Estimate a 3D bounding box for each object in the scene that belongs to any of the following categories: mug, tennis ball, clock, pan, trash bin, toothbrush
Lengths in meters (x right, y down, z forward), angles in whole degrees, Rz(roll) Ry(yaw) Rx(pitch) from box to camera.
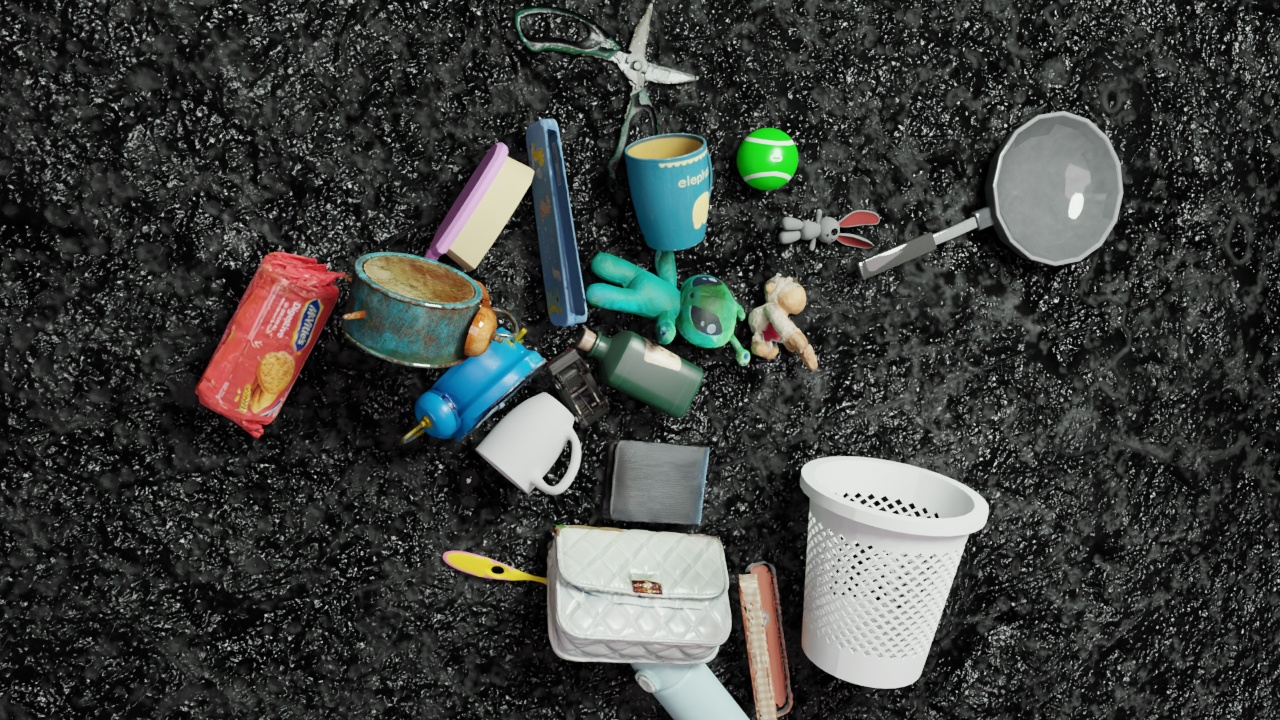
[{"bbox_3d":[0.040,-0.177,0.954,0.111,0.084,0.104,-39,132,-42],"label":"mug"},{"bbox_3d":[0.136,-0.216,0.984,0.065,0.065,0.065,-1,95,-15],"label":"tennis ball"},{"bbox_3d":[-0.189,-0.039,0.832,0.157,0.121,0.073,10,114,-22],"label":"clock"},{"bbox_3d":[-0.167,0.033,0.900,0.161,0.117,0.060,-41,93,-13],"label":"clock"},{"bbox_3d":[-0.100,0.088,0.931,0.089,0.107,0.071,-50,146,-13],"label":"mug"},{"bbox_3d":[0.404,-0.168,1.071,0.357,0.041,0.178,-23,100,-12],"label":"pan"},{"bbox_3d":[0.258,0.232,1.003,0.195,0.195,0.200,3,103,-15],"label":"trash bin"},{"bbox_3d":[-0.143,0.224,0.972,0.135,0.016,0.021,18,91,-16],"label":"toothbrush"}]

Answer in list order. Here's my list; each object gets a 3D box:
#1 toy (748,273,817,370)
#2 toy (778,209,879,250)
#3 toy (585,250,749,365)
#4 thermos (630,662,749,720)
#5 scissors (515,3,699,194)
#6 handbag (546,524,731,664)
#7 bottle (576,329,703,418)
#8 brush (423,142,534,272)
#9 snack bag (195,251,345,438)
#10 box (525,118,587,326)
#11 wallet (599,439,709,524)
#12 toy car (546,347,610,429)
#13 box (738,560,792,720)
[{"bbox_3d":[0.160,-0.046,1.010,0.085,0.074,0.105,26,60,-54],"label":"toy"},{"bbox_3d":[0.209,-0.146,1.028,0.111,0.030,0.049,-2,124,-12],"label":"toy"},{"bbox_3d":[0.034,-0.058,0.970,0.193,0.073,0.130,17,55,-15],"label":"toy"},{"bbox_3d":[0.066,0.382,1.016,0.207,0.065,0.077,53,46,-13],"label":"thermos"},{"bbox_3d":[-0.039,-0.281,0.959,0.201,0.015,0.202,8,92,-13],"label":"scissors"},{"bbox_3d":[-0.001,0.239,0.961,0.194,0.073,0.138,7,51,-16],"label":"handbag"},{"bbox_3d":[-0.006,0.006,0.967,0.131,0.061,0.061,28,89,-15],"label":"bottle"},{"bbox_3d":[-0.184,-0.108,0.904,0.043,0.089,0.229,32,98,-20],"label":"brush"},{"bbox_3d":[-0.352,-0.020,0.865,0.082,0.082,0.176,27,87,-15],"label":"snack bag"},{"bbox_3d":[-0.090,-0.137,0.931,0.037,0.066,0.209,-11,98,-18],"label":"box"},{"bbox_3d":[0.017,0.133,1.002,0.115,0.026,0.089,5,92,-15],"label":"wallet"},{"bbox_3d":[-0.067,0.028,0.960,0.040,0.037,0.092,-35,128,-11],"label":"toy car"},{"bbox_3d":[0.140,0.325,1.042,0.048,0.085,0.187,-5,99,18],"label":"box"}]
